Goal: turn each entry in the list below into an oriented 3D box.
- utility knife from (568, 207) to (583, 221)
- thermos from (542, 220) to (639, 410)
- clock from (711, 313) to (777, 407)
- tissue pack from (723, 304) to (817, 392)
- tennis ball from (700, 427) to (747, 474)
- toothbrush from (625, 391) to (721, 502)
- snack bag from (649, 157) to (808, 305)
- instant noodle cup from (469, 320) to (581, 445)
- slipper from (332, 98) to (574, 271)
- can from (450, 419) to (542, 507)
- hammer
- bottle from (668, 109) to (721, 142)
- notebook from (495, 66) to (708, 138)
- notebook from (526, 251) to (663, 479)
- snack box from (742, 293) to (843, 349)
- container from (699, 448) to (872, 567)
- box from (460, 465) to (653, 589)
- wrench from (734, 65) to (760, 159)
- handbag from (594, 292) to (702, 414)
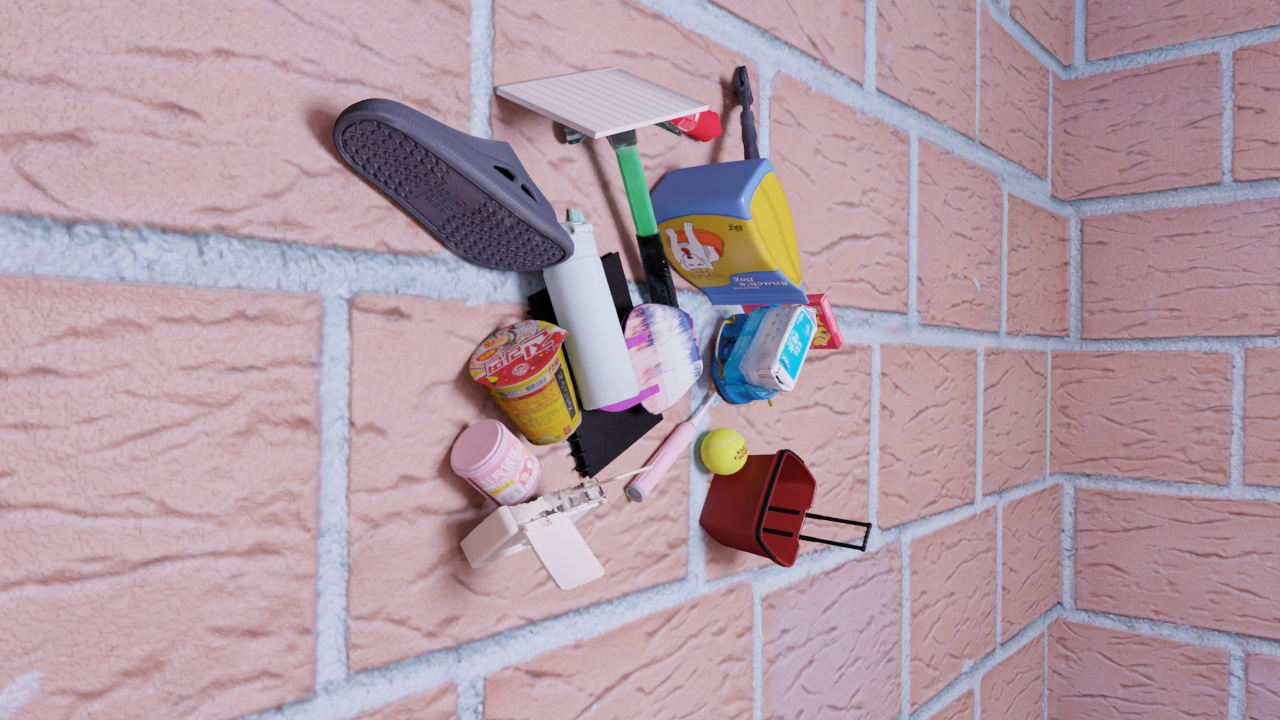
[{"bbox_3d":[-0.066,-0.101,1.061,0.022,0.015,0.158,11,67,-53],"label":"utility knife"},{"bbox_3d":[-0.061,-0.052,1.006,0.065,0.078,0.207,-18,91,-42],"label":"thermos"},{"bbox_3d":[0.149,-0.001,1.319,0.161,0.060,0.116,31,68,-44],"label":"clock"},{"bbox_3d":[0.179,-0.017,1.240,0.061,0.093,0.144,45,59,-34],"label":"tissue pack"},{"bbox_3d":[0.116,0.126,1.276,0.065,0.065,0.065,-1,91,-51],"label":"tennis ball"},{"bbox_3d":[0.051,0.109,1.225,0.026,0.027,0.221,48,50,-4],"label":"toothbrush"},{"bbox_3d":[0.121,-0.151,1.204,0.102,0.159,0.205,-56,132,-34],"label":"snack bag"},{"bbox_3d":[-0.115,0.031,0.978,0.100,0.100,0.112,-56,141,-34],"label":"instant noodle cup"},{"bbox_3d":[-0.175,-0.177,0.898,0.268,0.111,0.083,35,48,-40],"label":"slipper"},{"bbox_3d":[-0.149,0.107,0.949,0.076,0.067,0.067,51,53,-39],"label":"can"},{"bbox_3d":[0.009,-0.159,1.129,0.032,0.130,0.319,-100,175,-59],"label":"hammer"},{"bbox_3d":[0.057,-0.325,1.214,0.141,0.042,0.042,7,85,-51],"label":"bottle"},{"bbox_3d":[-0.039,-0.293,1.028,0.209,0.143,0.009,-29,141,-47],"label":"notebook"},{"bbox_3d":[-0.050,0.005,1.107,0.168,0.019,0.231,-36,117,-46],"label":"notebook"},{"bbox_3d":[0.223,-0.055,1.350,0.021,0.133,0.089,-52,128,-38],"label":"snack box"},{"bbox_3d":[0.201,0.207,1.274,0.127,0.201,0.147,46,57,-41],"label":"container"},{"bbox_3d":[-0.078,0.179,0.941,0.144,0.187,0.101,-12,81,-45],"label":"box"},{"bbox_3d":[0.152,-0.315,1.280,0.073,0.022,0.272,59,24,-57],"label":"wrench"},{"bbox_3d":[-0.007,0.006,1.107,0.169,0.068,0.145,-30,114,-42],"label":"handbag"}]
